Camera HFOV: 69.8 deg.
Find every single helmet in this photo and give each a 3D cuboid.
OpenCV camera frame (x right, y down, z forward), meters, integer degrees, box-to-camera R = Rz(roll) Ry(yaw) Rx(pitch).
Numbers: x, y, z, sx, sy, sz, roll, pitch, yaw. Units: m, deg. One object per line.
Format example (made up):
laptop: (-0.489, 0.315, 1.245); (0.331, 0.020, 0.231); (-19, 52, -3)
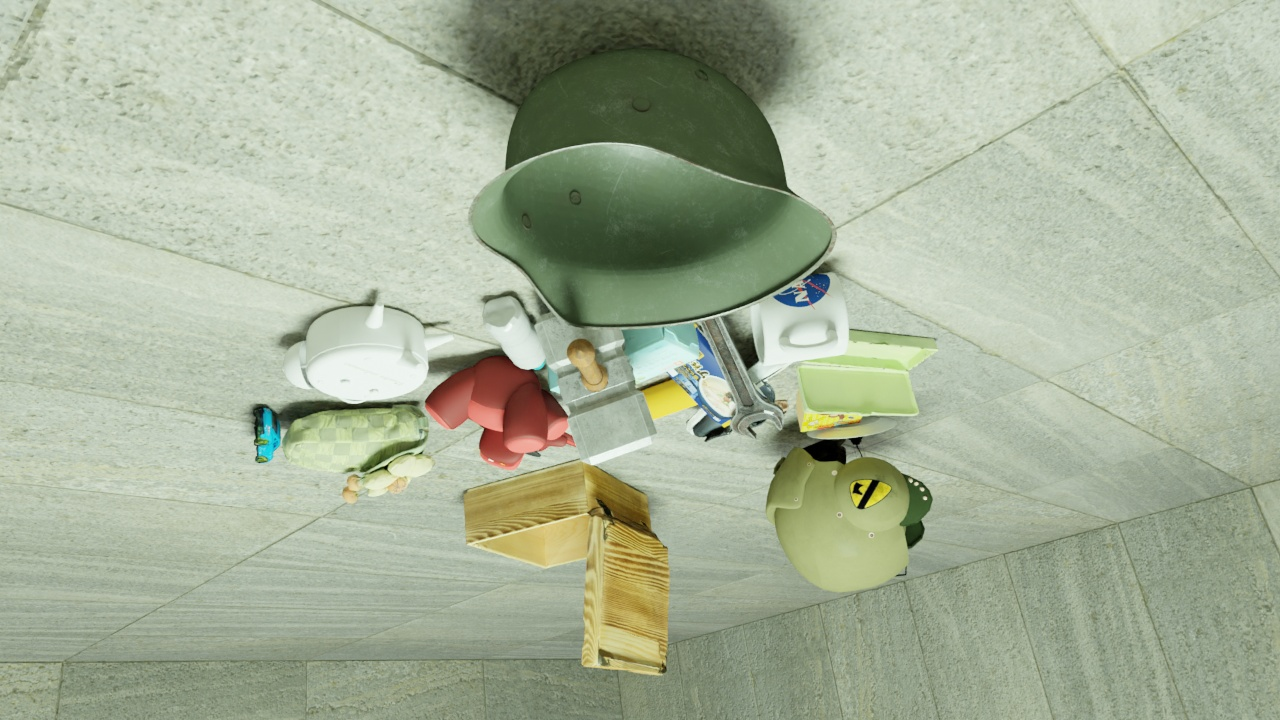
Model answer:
helmet: (0.309, 0.219, 1.398); (0.233, 0.255, 0.250); (-15, 154, 7)
helmet: (-0.001, -0.139, 0.677); (0.267, 0.153, 0.228); (4, 157, -35)

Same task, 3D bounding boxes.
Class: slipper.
slipper: (0.143, 0.054, 1.207); (0.111, 0.063, 0.265); (-27, 166, -36)

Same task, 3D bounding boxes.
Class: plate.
plate: (0.320, 0.098, 1.397); (0.134, 0.011, 0.134); (-9, -174, 1)

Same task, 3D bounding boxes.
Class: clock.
clock: (-0.295, 0.002, 0.986); (0.161, 0.072, 0.125); (-22, 152, 27)

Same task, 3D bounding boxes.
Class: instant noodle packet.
instant noodle packet: (0.085, 0.020, 1.125); (0.134, 0.026, 0.087); (45, 136, -9)

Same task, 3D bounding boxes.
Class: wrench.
wrench: (0.102, 0.000, 1.052); (0.070, 0.010, 0.273); (-10, 132, 22)

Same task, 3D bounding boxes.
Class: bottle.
bottle: (-0.134, -0.024, 1.013); (0.044, 0.044, 0.136); (-11, 155, 7)
bottle: (0.042, 0.048, 1.225); (0.144, 0.043, 0.043); (-21, 152, 26)

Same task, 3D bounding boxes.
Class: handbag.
handbag: (-0.358, 0.122, 1.173); (0.186, 0.116, 0.113); (0, 154, -21)

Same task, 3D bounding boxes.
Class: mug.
mug: (0.174, -0.038, 0.994); (0.090, 0.121, 0.091); (-8, 120, 0)

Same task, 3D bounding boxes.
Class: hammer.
hammer: (-0.046, 0.010, 0.858); (0.083, 0.162, 0.318); (-19, 174, -2)

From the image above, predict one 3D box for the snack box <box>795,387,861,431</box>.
snack box: (0.274, 0.056, 1.316); (0.088, 0.040, 0.126); (-9, 155, 2)

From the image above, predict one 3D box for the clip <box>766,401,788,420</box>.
clip: (0.190, 0.073, 1.349); (0.061, 0.025, 0.049); (10, 149, -37)

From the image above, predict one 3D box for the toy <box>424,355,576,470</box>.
toy: (-0.158, 0.072, 1.131); (0.158, 0.120, 0.197); (13, 164, 14)

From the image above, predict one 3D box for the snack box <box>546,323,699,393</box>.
snack box: (-0.022, -0.005, 1.080); (0.175, 0.053, 0.075); (-22, 153, 30)

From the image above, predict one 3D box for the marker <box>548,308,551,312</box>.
marker: (-0.082, -0.086, 0.932); (0.016, 0.016, 0.141); (-3, 155, -11)

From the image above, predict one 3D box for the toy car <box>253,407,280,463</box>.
toy car: (-0.473, 0.095, 1.162); (0.032, 0.048, 0.106); (-1, 153, -23)

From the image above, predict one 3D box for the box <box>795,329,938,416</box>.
box: (0.300, 0.014, 1.192); (0.187, 0.098, 0.082); (1, 154, -26)

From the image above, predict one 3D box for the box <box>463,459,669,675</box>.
box: (-0.092, 0.367, 1.536); (0.287, 0.335, 0.279); (-19, 152, 17)
